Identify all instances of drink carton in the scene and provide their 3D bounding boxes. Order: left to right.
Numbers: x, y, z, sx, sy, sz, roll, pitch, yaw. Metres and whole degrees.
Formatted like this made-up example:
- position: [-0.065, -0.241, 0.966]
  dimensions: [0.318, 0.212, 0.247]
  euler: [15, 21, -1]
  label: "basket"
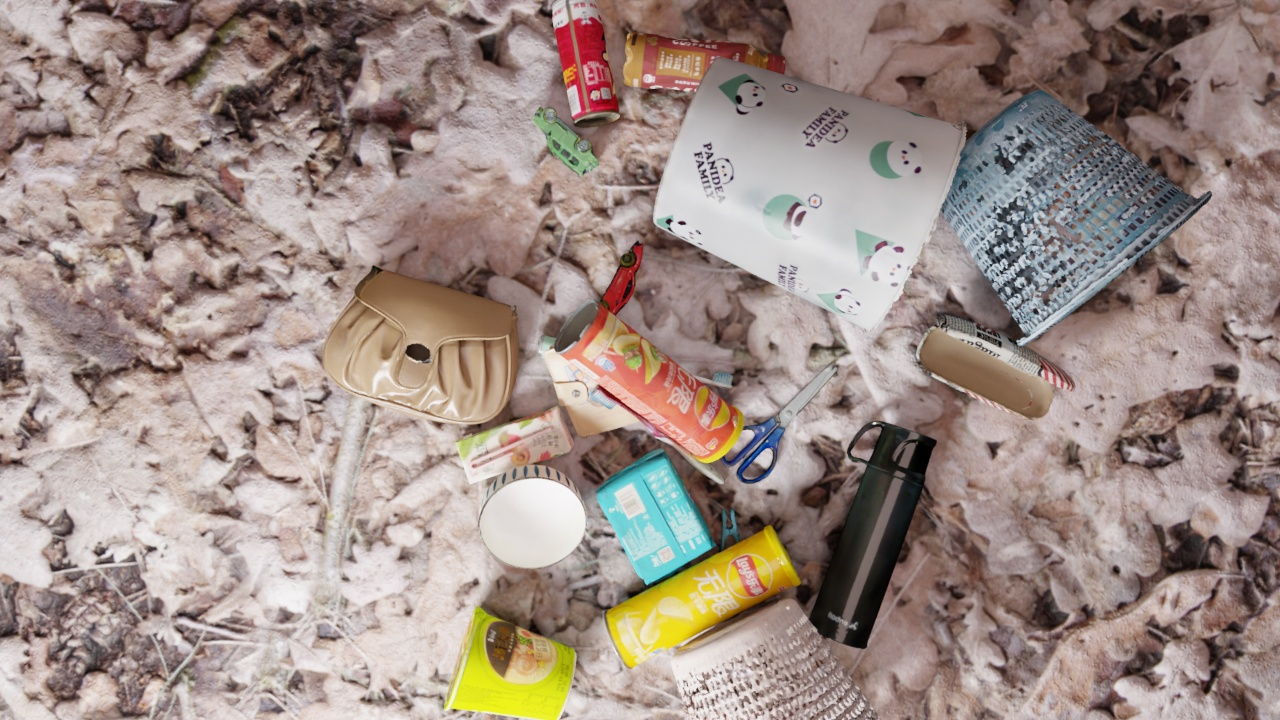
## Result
- position: [-0.141, 0.094, 1.025]
  dimensions: [0.122, 0.045, 0.053]
  euler: [-18, 92, 1]
  label: "drink carton"

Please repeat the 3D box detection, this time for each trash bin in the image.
- position: [0.137, 0.366, 0.961]
  dimensions: [0.227, 0.227, 0.192]
  euler: [-27, 78, 1]
  label: "trash bin"
- position: [0.163, -0.179, 0.938]
  dimensions: [0.252, 0.229, 0.229]
  euler: [23, 91, 5]
  label: "trash bin"
- position: [0.420, -0.160, 0.950]
  dimensions: [0.226, 0.226, 0.195]
  euler: [-39, 78, 1]
  label: "trash bin"

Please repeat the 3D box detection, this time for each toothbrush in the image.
- position: [-0.006, 0.006, 1.032]
  dimensions: [0.224, 0.026, 0.027]
  euler: [12, 83, 0]
  label: "toothbrush"
- position: [0.021, 0.086, 1.022]
  dimensions: [0.187, 0.016, 0.017]
  euler: [37, 115, -14]
  label: "toothbrush"

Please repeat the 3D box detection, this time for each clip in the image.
- position: [0.102, 0.196, 1.043]
  dimensions: [0.039, 0.014, 0.056]
  euler: [-4, 93, 0]
  label: "clip"

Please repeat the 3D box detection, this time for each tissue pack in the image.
- position: [0.017, 0.176, 1.024]
  dimensions: [0.093, 0.050, 0.133]
  euler: [-28, 91, 0]
  label: "tissue pack"

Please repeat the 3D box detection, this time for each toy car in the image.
- position: [-0.084, -0.244, 1.019]
  dimensions: [0.036, 0.043, 0.091]
  euler: [-44, 90, 1]
  label: "toy car"
- position: [-0.022, -0.083, 1.019]
  dimensions: [0.031, 0.049, 0.106]
  euler: [27, 91, -1]
  label: "toy car"

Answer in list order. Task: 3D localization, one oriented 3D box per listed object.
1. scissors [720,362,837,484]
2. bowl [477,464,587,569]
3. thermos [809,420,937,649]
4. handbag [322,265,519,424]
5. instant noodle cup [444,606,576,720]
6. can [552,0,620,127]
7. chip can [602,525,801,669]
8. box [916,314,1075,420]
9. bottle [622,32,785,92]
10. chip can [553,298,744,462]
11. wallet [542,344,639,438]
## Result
- position: [0.170, 0.074, 1.041]
  dimensions: [0.175, 0.012, 0.108]
  euler: [-22, 89, 0]
  label: "scissors"
- position: [-0.120, 0.163, 1.008]
  dimensions: [0.116, 0.066, 0.117]
  euler: [-3, 114, -8]
  label: "bowl"
- position: [0.249, 0.188, 1.022]
  dimensions: [0.090, 0.068, 0.242]
  euler: [19, 89, 26]
  label: "thermos"
- position: [-0.233, -0.012, 0.996]
  dimensions: [0.204, 0.100, 0.147]
  euler: [15, 88, -4]
  label: "handbag"
- position: [-0.138, 0.341, 1.007]
  dimensions: [0.123, 0.112, 0.111]
  euler: [18, 91, -9]
  label: "instant noodle cup"
- position: [-0.061, -0.329, 1.012]
  dimensions: [0.053, 0.053, 0.132]
  euler: [-11, 91, 0]
  label: "can"
- position: [0.066, 0.260, 1.009]
  dimensions: [0.213, 0.072, 0.072]
  euler: [-28, 91, 4]
  label: "chip can"
- position: [0.391, 0.002, 1.002]
  dimensions: [0.162, 0.088, 0.076]
  euler: [27, 76, 3]
  label: "box"
- position: [0.070, -0.323, 1.010]
  dimensions: [0.175, 0.057, 0.057]
  euler: [6, 91, 0]
  label: "bottle"
- position: [0.011, 0.025, 0.975]
  dimensions: [0.216, 0.073, 0.073]
  euler: [36, 91, -22]
  label: "chip can"
- position: [-0.053, 0.026, 1.018]
  dimensions: [0.087, 0.024, 0.115]
  euler: [-19, 112, 6]
  label: "wallet"
